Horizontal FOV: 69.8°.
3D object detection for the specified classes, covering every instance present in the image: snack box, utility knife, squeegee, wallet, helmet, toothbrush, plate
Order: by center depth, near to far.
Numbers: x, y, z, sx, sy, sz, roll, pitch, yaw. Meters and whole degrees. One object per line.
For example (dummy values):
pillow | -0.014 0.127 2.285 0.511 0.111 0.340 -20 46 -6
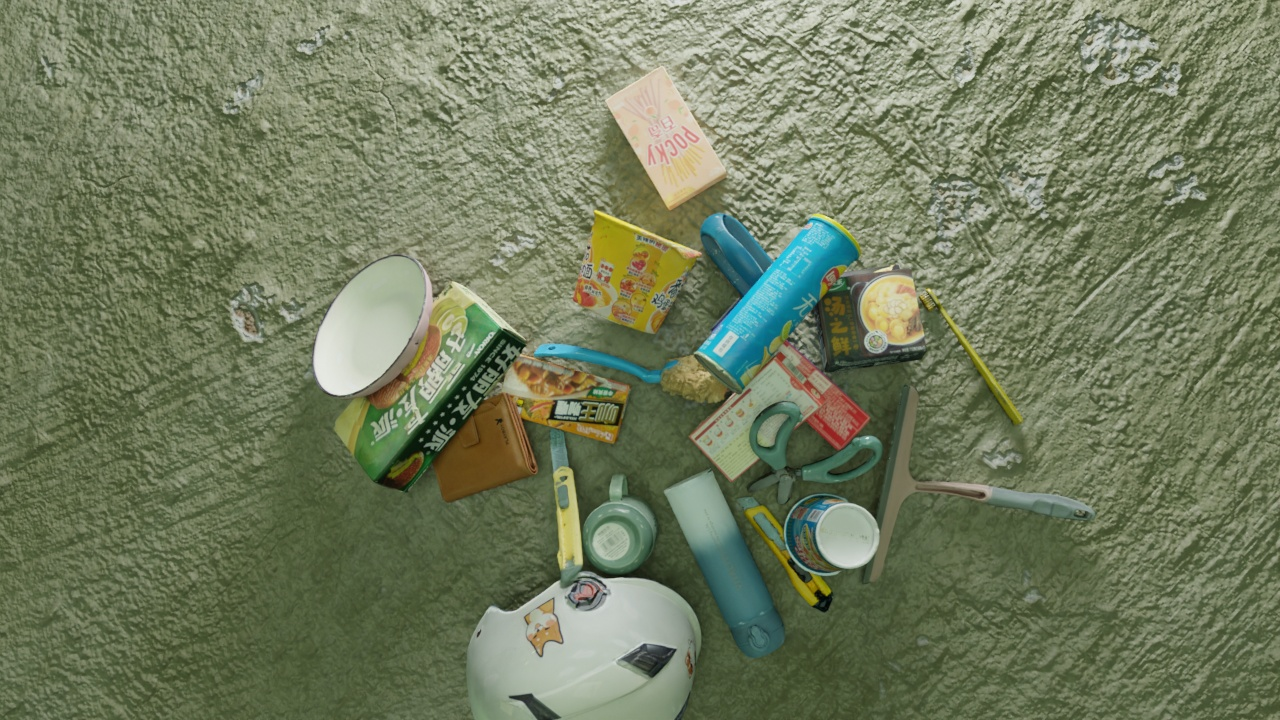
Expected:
helmet | -0.063 0.367 1.010 0.274 0.156 0.230 -13 116 5
squeegee | 0.399 0.159 1.067 0.249 0.040 0.248 8 104 1
snack box | 0.134 0.068 1.068 0.077 0.027 0.156 47 121 3
snack box | 0.262 -0.055 1.069 0.113 0.053 0.125 -8 75 4
utility knife | -0.089 0.163 1.073 0.031 0.022 0.212 -15 44 5
toothbrush | 0.390 -0.004 1.085 0.017 0.015 0.190 -35 85 8
snack box | 0.176 0.015 1.087 0.207 0.057 0.058 43 95 6
utility knife | 0.173 0.230 1.098 0.033 0.015 0.170 -38 84 0
snack box | -0.255 0.031 1.107 0.240 0.063 0.114 -50 55 2
plate | -0.318 -0.037 1.112 0.193 0.039 0.192 -18 55 28
wallet | -0.198 0.106 1.120 0.132 0.031 0.108 -19 86 21
snack box | 0.031 -0.273 1.128 0.084 0.026 0.157 -31 85 4
snack box | -0.094 0.046 1.129 0.154 0.026 0.075 15 90 6

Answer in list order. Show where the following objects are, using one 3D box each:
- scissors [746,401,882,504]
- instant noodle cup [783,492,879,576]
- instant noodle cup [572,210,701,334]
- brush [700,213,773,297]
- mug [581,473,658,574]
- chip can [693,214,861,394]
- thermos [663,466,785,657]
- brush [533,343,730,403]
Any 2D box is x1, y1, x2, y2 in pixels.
scissors | 0.177 0.101 1.043 0.171 0.019 0.181 -26 126 27
instant noodle cup | 0.221 0.197 1.040 0.099 0.110 0.099 0 80 -2
instant noodle cup | -0.011 -0.101 1.077 0.138 0.138 0.110 23 98 6
brush | 0.124 -0.114 1.089 0.055 0.073 0.144 -39 86 11
mug | -0.024 0.190 1.075 0.082 0.106 0.111 -3 87 7
chip can | 0.153 -0.063 1.024 0.071 0.071 0.210 40 85 6
thermos | 0.102 0.238 1.080 0.070 0.070 0.220 -26 84 4
brush | -0.007 0.006 1.105 0.255 0.083 0.046 10 122 13
